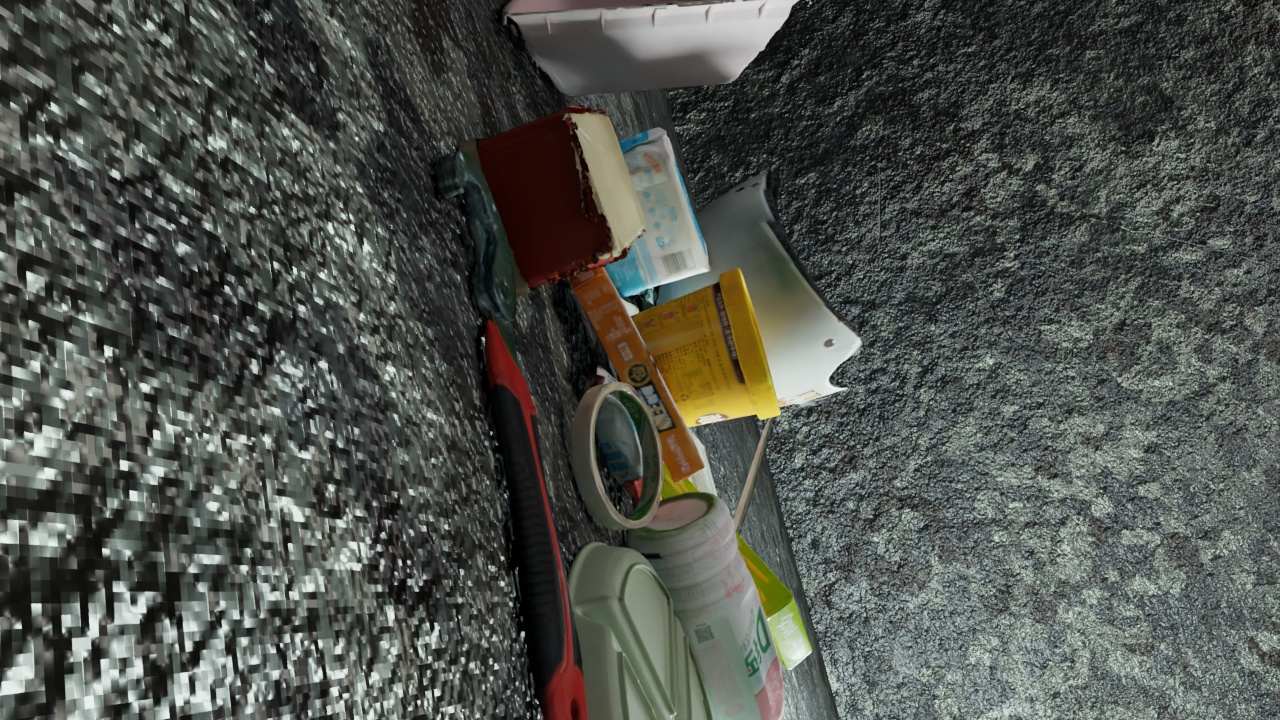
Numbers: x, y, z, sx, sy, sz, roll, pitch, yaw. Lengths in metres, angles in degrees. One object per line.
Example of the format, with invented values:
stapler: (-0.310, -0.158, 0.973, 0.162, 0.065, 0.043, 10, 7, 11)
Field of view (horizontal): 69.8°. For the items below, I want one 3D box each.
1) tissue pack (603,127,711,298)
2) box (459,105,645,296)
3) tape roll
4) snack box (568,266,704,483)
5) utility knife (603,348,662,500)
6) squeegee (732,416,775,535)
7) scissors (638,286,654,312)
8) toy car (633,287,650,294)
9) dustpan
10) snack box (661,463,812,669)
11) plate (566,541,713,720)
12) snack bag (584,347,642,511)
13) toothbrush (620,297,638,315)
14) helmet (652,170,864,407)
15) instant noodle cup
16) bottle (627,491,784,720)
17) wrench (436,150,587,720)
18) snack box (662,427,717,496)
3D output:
tissue pack: (-0.001, -0.120, 0.768, 0.063, 0.090, 0.140, -91, 162, -57)
box: (-0.036, -0.099, 0.539, 0.168, 0.080, 0.091, -70, 142, -75)
tape roll: (-0.012, 0.056, 0.533, 0.085, 0.014, 0.085, 34, 50, -54)
snack box: (-0.004, 0.004, 0.623, 0.154, 0.026, 0.075, 62, 1, -20)
utility knife: (-0.001, 0.073, 0.654, 0.033, 0.015, 0.195, 51, 21, -79)
squeegee: (0.100, 0.221, 0.918, 0.246, 0.040, 0.250, -64, 152, -44)
scissors: (0.020, -0.045, 1.009, 0.185, 0.019, 0.132, 51, 25, -72)
toy car: (-0.007, -0.106, 0.889, 0.043, 0.034, 0.090, 66, 23, -58)
dustpan: (0.000, -0.312, 0.759, 0.273, 0.222, 0.139, 174, -88, -86)
snack box: (0.065, 0.149, 0.682, 0.156, 0.026, 0.086, 46, -13, 44)
plate: (0.012, 0.202, 0.458, 0.230, 0.027, 0.230, -16, 89, -81)
snack bag: (-0.015, 0.045, 0.582, 0.048, 0.026, 0.104, -107, 177, -73)
toothbrush: (-0.023, -0.044, 0.739, 0.191, 0.016, 0.018, 18, 66, -79)
helmet: (0.096, -0.046, 0.910, 0.274, 0.157, 0.230, 76, -11, -81)
instant noodle cup: (0.040, 0.000, 0.719, 0.118, 0.114, 0.118, -15, 89, -82)
bottle: (0.052, 0.185, 0.594, 0.068, 0.068, 0.197, -73, 145, -75)
wrench: (-0.054, 0.031, 0.395, 0.056, 0.016, 0.273, 46, 29, -68)
snack box: (0.043, 0.103, 0.840, 0.157, 0.027, 0.084, 53, 22, -67)
